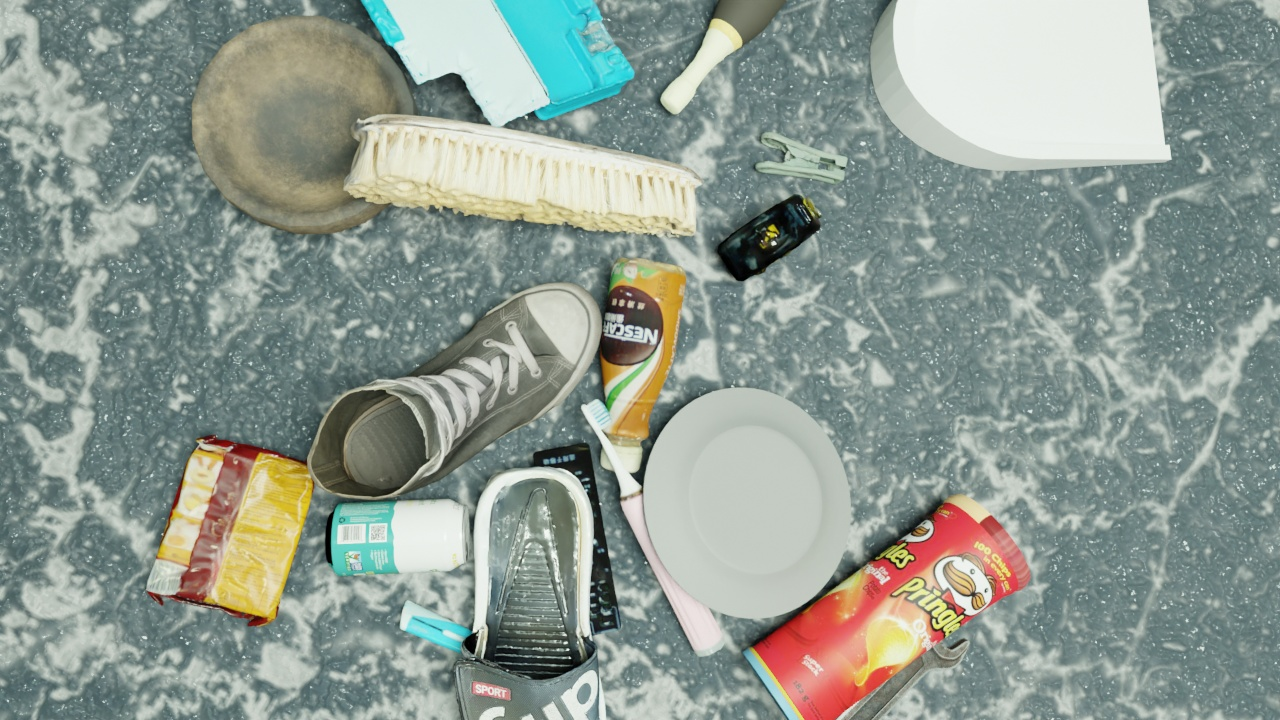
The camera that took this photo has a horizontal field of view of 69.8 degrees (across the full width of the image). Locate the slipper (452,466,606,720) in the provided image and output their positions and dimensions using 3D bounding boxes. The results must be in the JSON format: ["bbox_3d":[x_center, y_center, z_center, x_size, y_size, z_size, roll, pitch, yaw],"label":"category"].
[{"bbox_3d":[-0.080,0.212,0.682,0.111,0.063,0.263,1,86,-2],"label":"slipper"}]

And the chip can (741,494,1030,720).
[{"bbox_3d":[0.189,0.199,0.713,0.213,0.087,0.087,-34,90,-6],"label":"chip can"}]

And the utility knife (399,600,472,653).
[{"bbox_3d":[-0.122,0.225,0.718,0.141,0.015,0.022,24,64,-5],"label":"utility knife"}]

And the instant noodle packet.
[{"bbox_3d":[-0.307,0.129,0.695,0.098,0.040,0.135,15,83,-4],"label":"instant noodle packet"}]

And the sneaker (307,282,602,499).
[{"bbox_3d":[-0.130,0.021,0.672,0.234,0.120,0.095,-31,88,-3],"label":"sneaker"}]

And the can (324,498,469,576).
[{"bbox_3d":[-0.183,0.134,0.698,0.101,0.055,0.055,-1,86,-6],"label":"can"}]

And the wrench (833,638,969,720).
[{"bbox_3d":[0.163,0.303,0.741,0.273,0.010,0.070,-43,91,-7],"label":"wrench"}]

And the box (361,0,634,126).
[{"bbox_3d":[-0.128,-0.287,0.704,0.181,0.039,0.227,-31,91,-34],"label":"box"}]

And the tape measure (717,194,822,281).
[{"bbox_3d":[0.099,-0.095,0.733,0.071,0.072,0.042,-39,96,-36],"label":"tape measure"}]

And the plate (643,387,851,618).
[{"bbox_3d":[0.088,0.107,0.710,0.178,0.012,0.178,5,75,-19],"label":"plate"}]

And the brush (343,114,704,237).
[{"bbox_3d":[-0.077,-0.133,0.678,0.270,0.083,0.056,4,87,-27],"label":"brush"}]

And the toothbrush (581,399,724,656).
[{"bbox_3d":[0.008,0.130,0.709,0.026,0.027,0.222,-28,100,-11],"label":"toothbrush"}]

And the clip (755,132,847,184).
[{"bbox_3d":[0.134,-0.167,0.766,0.075,0.023,0.037,12,84,-6],"label":"clip"}]

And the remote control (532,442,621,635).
[{"bbox_3d":[-0.050,0.142,0.728,0.047,0.022,0.150,-9,89,-6],"label":"remote control"}]

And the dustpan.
[{"bbox_3d":[0.329,-0.262,0.775,0.257,0.053,0.191,-4,86,-6],"label":"dustpan"}]

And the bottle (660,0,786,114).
[{"bbox_3d":[0.078,-0.278,0.756,0.045,0.045,0.184,37,83,-2],"label":"bottle"}]

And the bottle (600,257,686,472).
[{"bbox_3d":[-0.004,0.004,0.724,0.059,0.059,0.167,8,94,-5],"label":"bottle"}]

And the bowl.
[{"bbox_3d":[-0.250,-0.173,0.706,0.162,0.070,0.162,0,86,-5],"label":"bowl"}]
